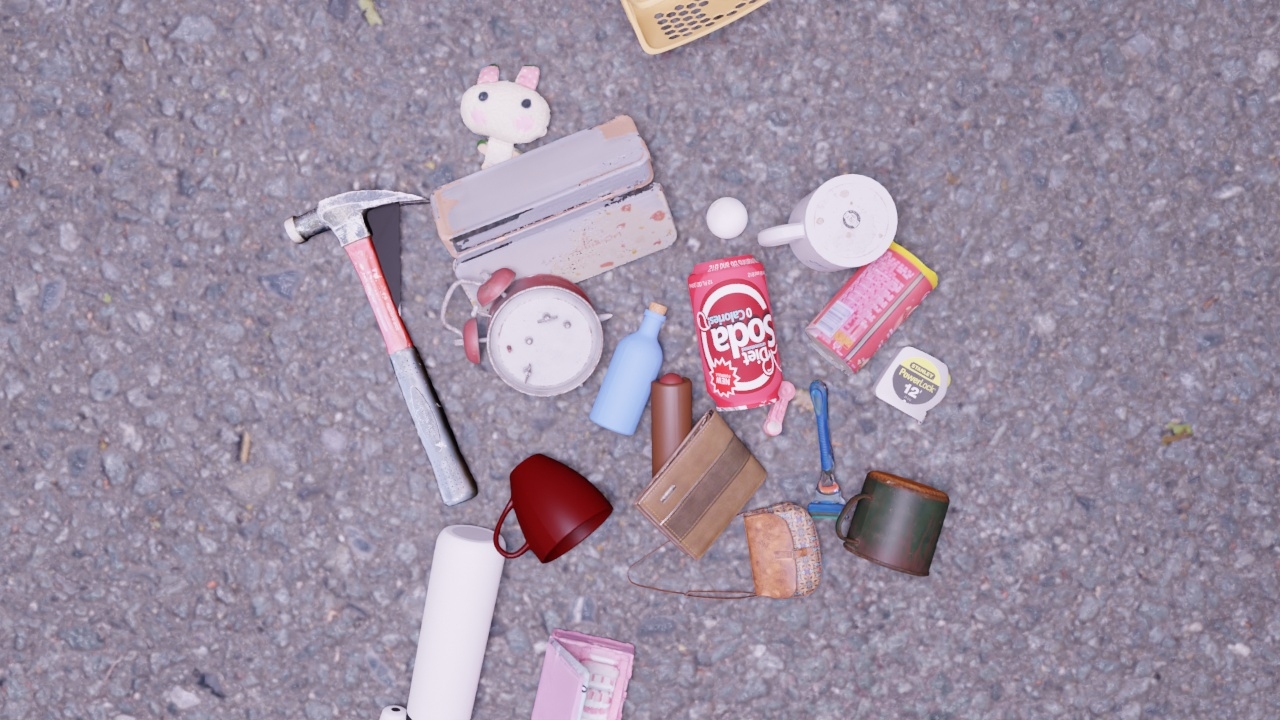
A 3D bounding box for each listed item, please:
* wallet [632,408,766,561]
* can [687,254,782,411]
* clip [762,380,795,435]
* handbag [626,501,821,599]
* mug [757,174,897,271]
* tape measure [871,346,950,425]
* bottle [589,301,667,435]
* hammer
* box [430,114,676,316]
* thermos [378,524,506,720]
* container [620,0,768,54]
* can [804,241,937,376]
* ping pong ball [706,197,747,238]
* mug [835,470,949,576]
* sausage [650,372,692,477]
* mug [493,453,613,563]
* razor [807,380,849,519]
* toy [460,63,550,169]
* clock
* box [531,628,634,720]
[{"bbox_3d":[0.060,0.122,0.892,0.121,0.027,0.098,-48,119,-13],"label":"wallet"},{"bbox_3d":[0.092,-0.027,0.889,0.074,0.074,0.142,-10,93,0],"label":"can"},{"bbox_3d":[0.138,0.050,0.923,0.023,0.044,0.060,18,65,-5],"label":"clip"},{"bbox_3d":[0.082,0.201,0.922,0.196,0.043,0.093,-9,91,4],"label":"handbag"},{"bbox_3d":[0.171,-0.125,0.872,0.119,0.096,0.083,-9,93,0],"label":"mug"},{"bbox_3d":[0.273,0.024,0.921,0.064,0.017,0.065,30,93,-2],"label":"tape measure"},{"bbox_3d":[-0.005,0.005,0.904,0.048,0.048,0.131,22,93,-1],"label":"bottle"},{"bbox_3d":[-0.228,-0.014,0.911,0.140,0.036,0.326,-21,93,3],"label":"hammer"},{"bbox_3d":[-0.084,-0.140,0.902,0.217,0.096,0.114,-21,62,1],"label":"box"},{"bbox_3d":[-0.203,0.279,0.912,0.101,0.068,0.230,12,94,8],"label":"thermos"},{"bbox_3d":[0.062,-0.365,0.813,0.183,0.167,0.129,-28,125,0],"label":"container"},{"bbox_3d":[0.223,-0.051,0.891,0.066,0.066,0.124,42,92,-2],"label":"can"},{"bbox_3d":[0.085,-0.140,0.900,0.040,0.040,0.040,0,93,0],"label":"ping pong ball"},{"bbox_3d":[0.239,0.153,0.889,0.111,0.085,0.081,16,91,-25],"label":"mug"},{"bbox_3d":[0.031,0.088,0.904,0.040,0.040,0.156,-1,104,0],"label":"sausage"},{"bbox_3d":[-0.098,0.144,0.894,0.114,0.087,0.088,-35,74,-16],"label":"mug"},{"bbox_3d":[0.186,0.089,0.923,0.044,0.018,0.141,-4,92,36],"label":"razor"},{"bbox_3d":[-0.132,-0.238,0.893,0.087,0.050,0.112,12,89,-1],"label":"toy"},{"bbox_3d":[-0.111,-0.029,0.874,0.156,0.062,0.110,20,105,-16],"label":"clock"},{"bbox_3d":[-0.073,0.396,0.897,0.099,0.107,0.232,14,93,-2],"label":"box"}]
